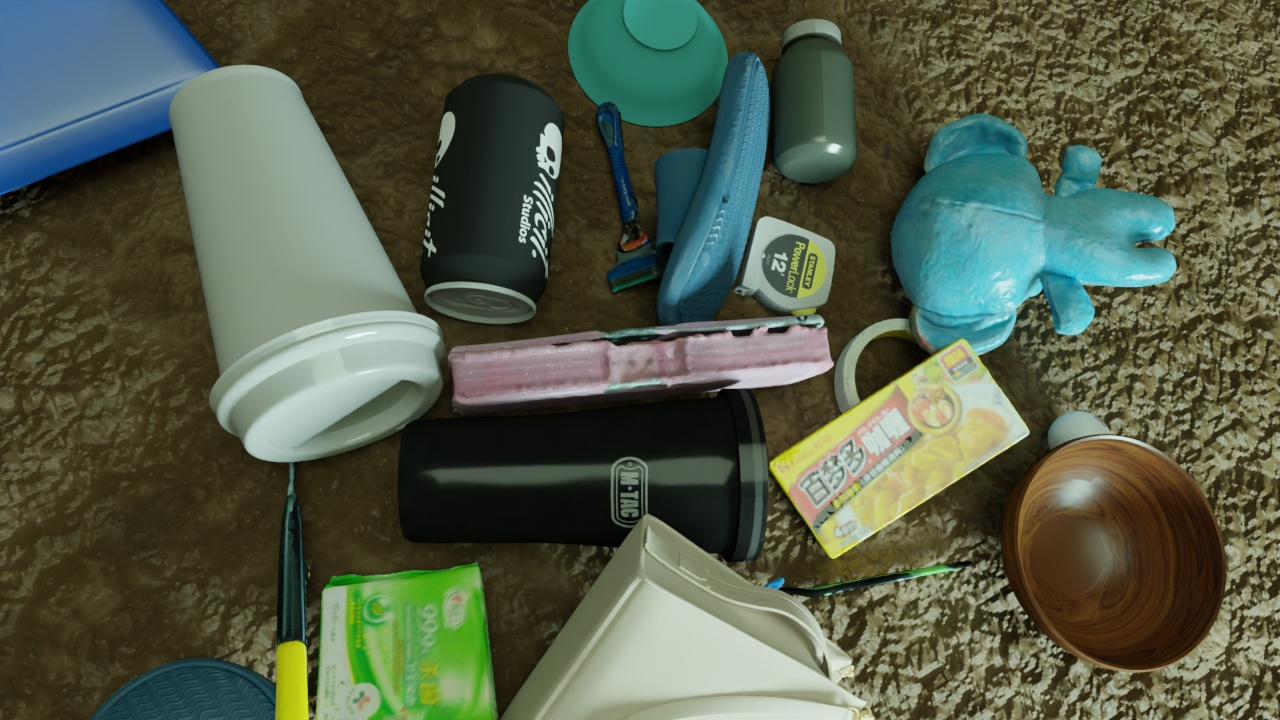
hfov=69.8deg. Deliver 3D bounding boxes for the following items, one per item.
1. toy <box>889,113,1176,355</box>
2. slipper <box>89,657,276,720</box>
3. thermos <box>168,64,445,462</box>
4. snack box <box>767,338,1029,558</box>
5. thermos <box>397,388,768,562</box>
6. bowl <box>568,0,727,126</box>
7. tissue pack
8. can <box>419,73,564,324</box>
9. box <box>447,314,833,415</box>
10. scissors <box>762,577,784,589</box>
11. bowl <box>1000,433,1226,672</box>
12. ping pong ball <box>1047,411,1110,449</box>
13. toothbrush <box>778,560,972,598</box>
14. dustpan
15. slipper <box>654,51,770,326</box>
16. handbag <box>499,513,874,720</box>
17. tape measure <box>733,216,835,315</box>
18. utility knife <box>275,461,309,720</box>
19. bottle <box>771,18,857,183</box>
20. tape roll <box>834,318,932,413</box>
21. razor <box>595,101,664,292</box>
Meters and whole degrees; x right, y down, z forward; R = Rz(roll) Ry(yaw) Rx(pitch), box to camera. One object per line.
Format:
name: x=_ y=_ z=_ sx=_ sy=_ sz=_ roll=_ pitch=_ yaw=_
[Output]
toy: x=0.267 y=-0.083 z=0.639 sx=0.181 sy=0.115 sz=0.183 roll=6 pitch=73 yaw=14
slipper: x=-0.208 y=0.248 z=0.496 sx=0.214 sy=0.059 sz=0.103 roll=40 pitch=61 yaw=14
thermos: x=-0.210 y=-0.063 z=0.549 sx=0.131 sy=0.132 sz=0.221 roll=-21 pitch=72 yaw=-15
snack box: x=0.166 y=0.058 z=0.601 sx=0.152 sy=0.025 sz=0.075 roll=-34 pitch=83 yaw=4
thermos: x=-0.030 y=0.071 z=0.554 sx=0.218 sy=0.106 sz=0.105 roll=-1 pitch=75 yaw=-5
bowl: x=0.010 y=-0.236 z=0.666 sx=0.121 sy=0.046 sz=0.121 roll=2 pitch=75 yaw=-9
tissue pack: x=-0.135 y=0.171 z=0.522 sx=0.099 sy=0.034 sz=0.113 roll=-5 pitch=50 yaw=-10
can: x=-0.095 y=-0.104 z=0.595 sx=0.080 sy=0.080 sz=0.146 roll=7 pitch=74 yaw=-8
box: x=-0.004 y=0.003 z=0.578 sx=0.232 sy=0.098 sz=0.041 roll=-5 pitch=84 yaw=-10
scissors: x=0.032 y=0.165 z=0.552 sx=0.125 sy=0.016 sz=0.125 roll=-8 pitch=114 yaw=4
bowl: x=0.297 y=0.127 z=0.608 sx=0.147 sy=0.069 sz=0.147 roll=2 pitch=76 yaw=-10
ping pong ball: x=0.307 y=0.055 z=0.643 sx=0.040 sy=0.040 sz=0.040 roll=2 pitch=75 yaw=-9
toothbrush: x=0.133 y=0.150 z=0.603 sx=0.188 sy=0.014 sz=0.017 roll=-6 pitch=89 yaw=-11
dustpan: x=-0.420 y=-0.226 z=0.584 sx=0.245 sy=0.060 sz=0.257 roll=-28 pitch=91 yaw=-15
slipper: x=0.045 y=-0.112 z=0.621 sx=0.059 sy=0.104 sz=0.213 roll=10 pitch=67 yaw=20
handbag: x=0.037 y=0.213 z=0.501 sx=0.198 sy=0.101 sz=0.195 roll=33 pitch=103 yaw=-5
tape measure: x=0.103 y=-0.065 z=0.652 sx=0.065 sy=0.017 sz=0.064 roll=17 pitch=73 yaw=-5
utility knife: x=-0.197 y=0.134 z=0.519 sx=0.020 sy=0.029 sz=0.197 roll=0 pitch=58 yaw=-22
bottle: x=0.125 y=-0.188 z=0.666 sx=0.060 sy=0.060 sz=0.108 roll=4 pitch=75 yaw=-9
tape roll: x=0.183 y=0.018 z=0.643 sx=0.094 sy=0.019 sz=0.094 roll=2 pitch=75 yaw=-9
razor: x=-0.011 y=-0.118 z=0.646 sx=0.044 sy=0.018 sz=0.140 roll=-16 pitch=74 yaw=23
